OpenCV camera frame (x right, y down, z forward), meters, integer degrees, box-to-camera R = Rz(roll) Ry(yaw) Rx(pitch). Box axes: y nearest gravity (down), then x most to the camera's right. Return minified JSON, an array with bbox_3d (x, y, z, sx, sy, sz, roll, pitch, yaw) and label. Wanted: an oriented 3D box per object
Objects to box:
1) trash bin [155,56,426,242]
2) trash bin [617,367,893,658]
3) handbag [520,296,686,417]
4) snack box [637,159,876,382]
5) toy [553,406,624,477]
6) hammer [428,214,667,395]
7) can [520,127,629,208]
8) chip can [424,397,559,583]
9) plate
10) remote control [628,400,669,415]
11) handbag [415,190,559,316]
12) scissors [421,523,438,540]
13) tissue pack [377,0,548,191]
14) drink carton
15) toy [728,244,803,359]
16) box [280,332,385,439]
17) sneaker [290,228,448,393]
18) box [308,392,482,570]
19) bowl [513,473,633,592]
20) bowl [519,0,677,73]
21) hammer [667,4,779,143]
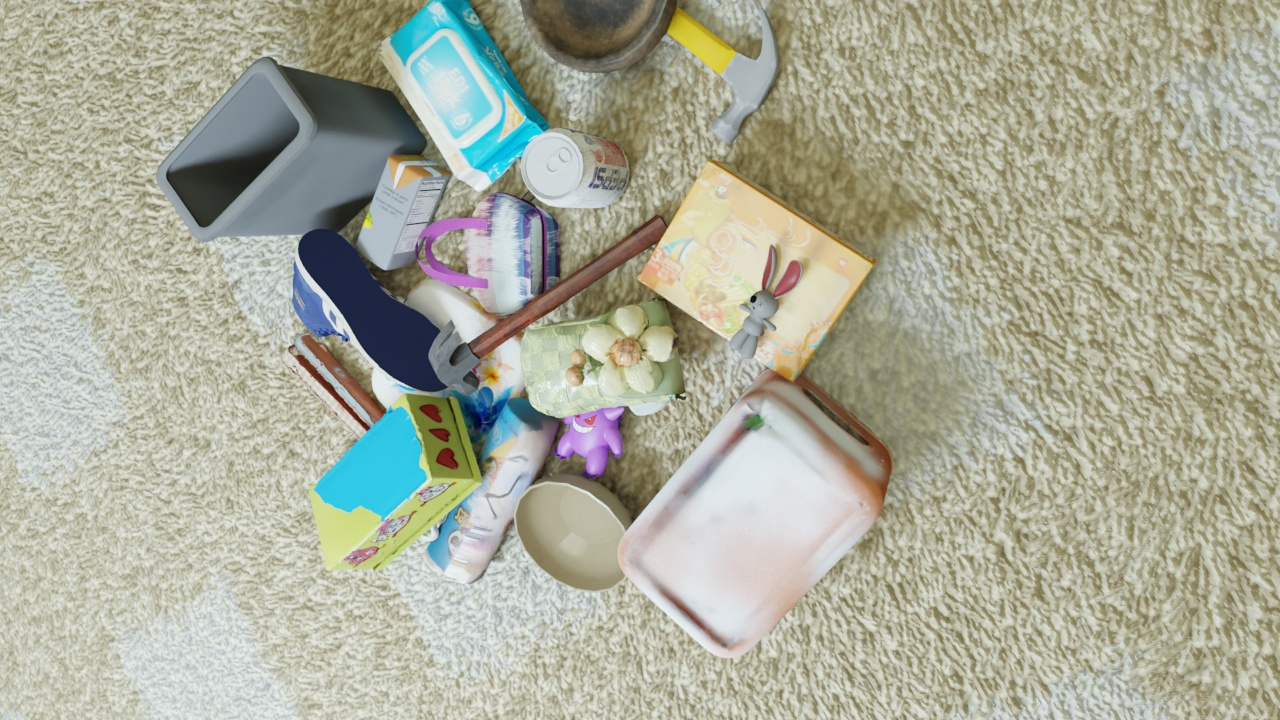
[{"bbox_3d":[-0.373,-0.222,1.010,0.192,0.219,0.097,-37,87,19],"label":"trash bin"},{"bbox_3d":[0.119,0.154,0.950,0.181,0.157,0.260,42,107,7],"label":"trash bin"},{"bbox_3d":[-0.044,0.003,0.964,0.187,0.116,0.113,-12,89,15],"label":"handbag"},{"bbox_3d":[0.120,-0.093,0.947,0.195,0.080,0.145,34,109,8],"label":"snack box"},{"bbox_3d":[-0.050,0.078,1.043,0.106,0.055,0.088,27,110,43],"label":"toy"},{"bbox_3d":[-0.098,-0.066,1.003,0.301,0.111,0.028,-33,65,3],"label":"hammer"},{"bbox_3d":[-0.067,-0.200,0.960,0.078,0.136,0.078,3,99,17],"label":"can"},{"bbox_3d":[-0.175,0.157,1.087,0.080,0.079,0.230,33,107,10],"label":"chip can"},{"bbox_3d":[-0.235,0.013,1.112,0.187,0.016,0.187,33,107,10],"label":"plate"},{"bbox_3d":[-0.006,0.006,1.032,0.060,0.028,0.114,-26,88,18],"label":"remote control"},{"bbox_3d":[-0.182,-0.125,1.055,0.170,0.067,0.144,6,102,23],"label":"handbag"},{"bbox_3d":[-0.259,0.160,1.114,0.126,0.011,0.129,-36,53,26],"label":"scissors"},{"bbox_3d":[-0.196,-0.298,1.025,0.117,0.066,0.209,-33,90,20],"label":"tissue pack"},{"bbox_3d":[-0.277,-0.173,1.067,0.048,0.076,0.125,32,111,10],"label":"drink carton"},{"bbox_3d":[0.120,-0.055,0.894,0.049,0.030,0.112,40,116,36],"label":"toy"},{"bbox_3d":[-0.376,0.047,1.149,0.187,0.060,0.057,45,69,6],"label":"box"},{"bbox_3d":[-0.329,-0.036,1.086,0.233,0.091,0.119,47,144,-9],"label":"sneaker"},{"bbox_3d":[-0.290,0.146,1.078,0.221,0.082,0.124,-41,59,26],"label":"box"},{"bbox_3d":[-0.068,0.190,1.057,0.152,0.050,0.152,13,122,21],"label":"bowl"},{"bbox_3d":[-0.036,-0.372,0.931,0.162,0.070,0.162,3,99,19],"label":"bowl"},{"bbox_3d":[0.010,-0.377,0.966,0.323,0.029,0.127,41,108,9],"label":"hammer"}]
